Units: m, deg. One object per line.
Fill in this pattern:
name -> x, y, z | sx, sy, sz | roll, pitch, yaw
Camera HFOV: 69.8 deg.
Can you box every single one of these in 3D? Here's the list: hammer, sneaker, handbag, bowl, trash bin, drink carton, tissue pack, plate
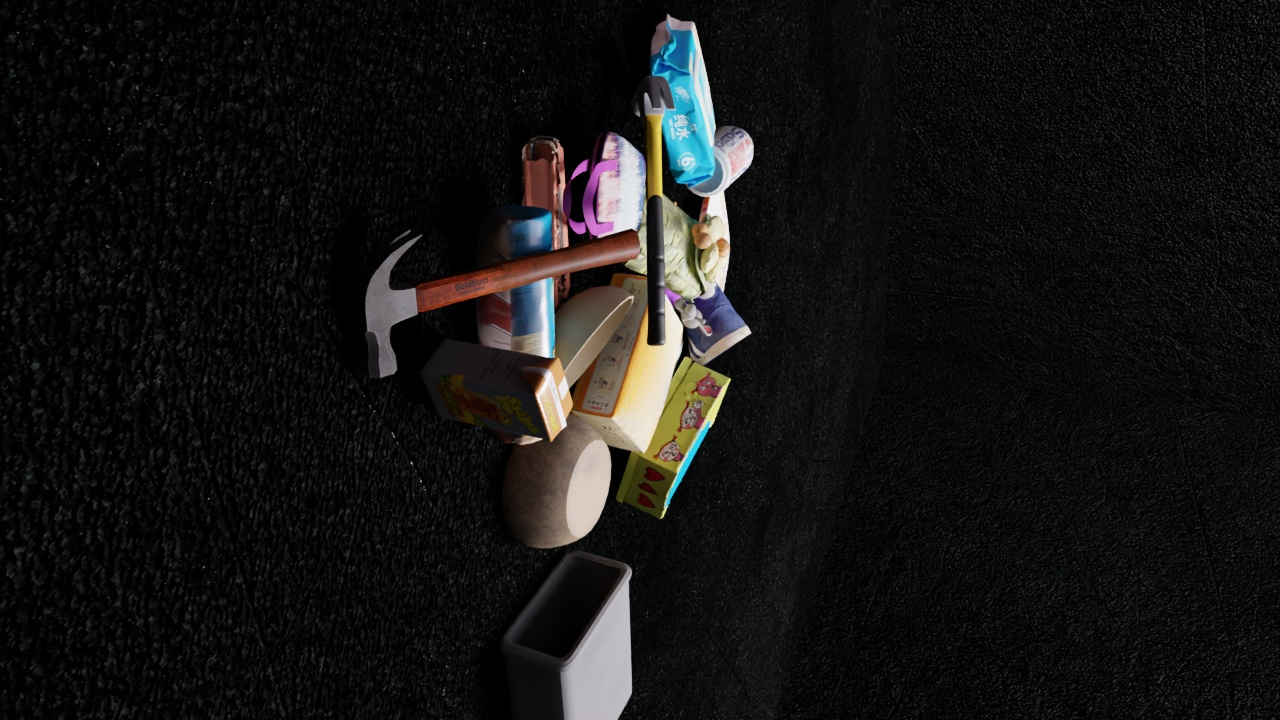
hammer -> -0.116, -0.078, 0.824 | 0.299, 0.028, 0.111 | -20, 119, -39
sneaker -> 0.088, -0.057, 1.438 | 0.091, 0.118, 0.233 | -33, 177, -11
handbag -> 0.049, -0.155, 1.202 | 0.186, 0.117, 0.113 | 24, 68, -51
bowl -> -0.091, 0.142, 1.071 | 0.162, 0.070, 0.162 | 11, 90, -68
handbag -> -0.046, -0.181, 1.004 | 0.169, 0.068, 0.145 | -49, 144, -71
trash bin -> -0.086, 0.389, 1.160 | 0.191, 0.098, 0.220 | -48, 143, -53
drink carton -> -0.131, 0.026, 0.847 | 0.076, 0.125, 0.048 | 78, 31, -43
tissue pack -> 0.056, -0.344, 1.210 | 0.209, 0.066, 0.116 | 70, 21, -48
hammer -> 0.017, -0.179, 1.093 | 0.127, 0.029, 0.323 | 166, -77, -78
bowl -> -0.074, -0.026, 1.017 | 0.152, 0.050, 0.152 | -51, 176, -6
plate -> 0.117, -0.191, 1.475 | 0.187, 0.016, 0.186 | 75, 22, -47

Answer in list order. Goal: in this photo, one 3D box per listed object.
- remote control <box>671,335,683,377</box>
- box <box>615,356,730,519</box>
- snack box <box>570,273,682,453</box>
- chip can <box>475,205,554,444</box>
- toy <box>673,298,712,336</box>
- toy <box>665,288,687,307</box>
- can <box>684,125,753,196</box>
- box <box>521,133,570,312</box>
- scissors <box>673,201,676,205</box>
remote control -> 0.034, 0.001, 1.374 | 0.060, 0.028, 0.114 | 67, 39, -56
box -> 0.048, 0.113, 1.355 | 0.220, 0.082, 0.125 | -55, 166, -42
snack box -> -0.007, 0.007, 1.205 | 0.145, 0.081, 0.195 | 54, 50, -62
chip can -> -0.124, -0.034, 0.908 | 0.079, 0.080, 0.230 | -38, 133, -59
toy -> 0.072, -0.060, 1.283 | 0.030, 0.049, 0.111 | -59, 161, -6
toy -> 0.042, -0.116, 1.304 | 0.087, 0.056, 0.106 | -37, 116, -45
can -> 0.118, -0.303, 1.383 | 0.135, 0.078, 0.078 | -48, 142, -53
box -> -0.103, -0.139, 0.961 | 0.057, 0.060, 0.187 | -17, 118, -30
scissors -> 0.051, -0.174, 1.364 | 0.125, 0.011, 0.130 | -54, 149, -45
